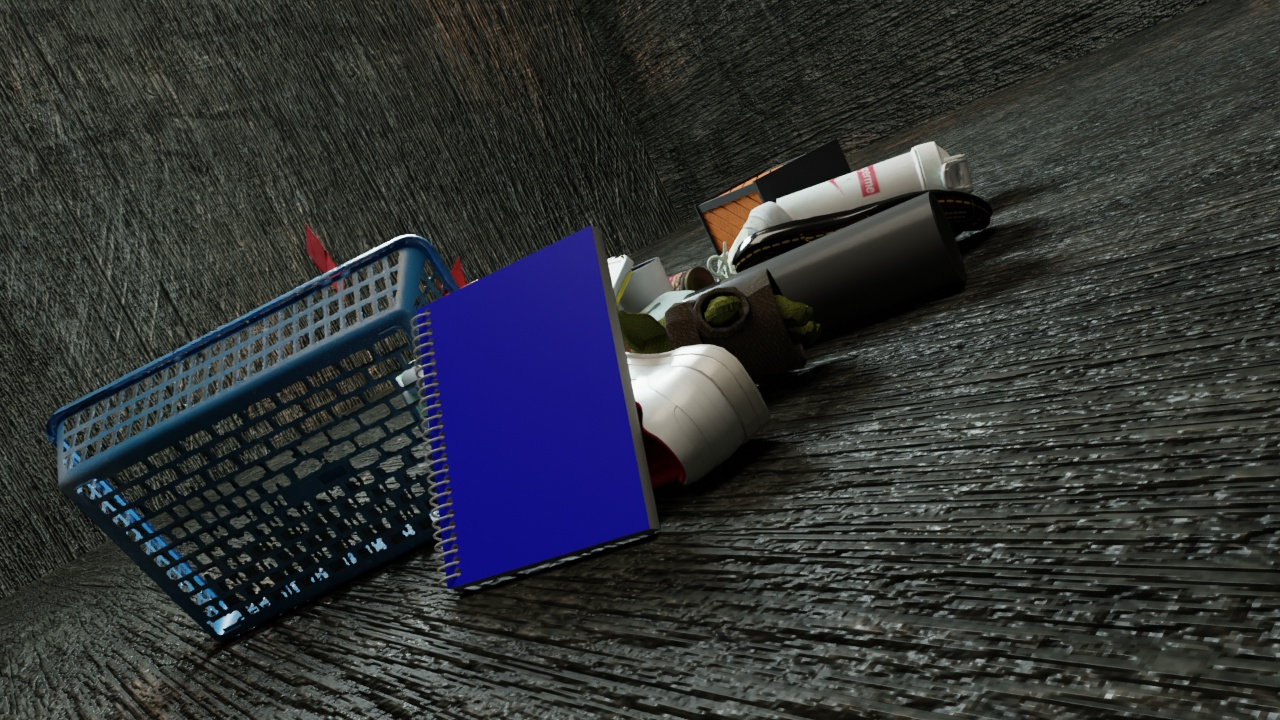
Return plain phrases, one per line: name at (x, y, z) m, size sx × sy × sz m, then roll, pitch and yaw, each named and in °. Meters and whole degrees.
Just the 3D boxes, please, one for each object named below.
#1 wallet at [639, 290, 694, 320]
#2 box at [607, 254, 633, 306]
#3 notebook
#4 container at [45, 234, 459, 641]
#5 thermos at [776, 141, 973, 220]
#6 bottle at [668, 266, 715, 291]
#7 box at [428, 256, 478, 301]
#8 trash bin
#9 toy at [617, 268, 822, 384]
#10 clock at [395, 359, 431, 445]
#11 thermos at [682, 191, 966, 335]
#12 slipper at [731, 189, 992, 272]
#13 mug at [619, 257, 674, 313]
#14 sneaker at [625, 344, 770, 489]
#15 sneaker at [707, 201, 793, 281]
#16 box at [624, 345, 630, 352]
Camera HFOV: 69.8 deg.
wallet at (0.019, -0.042, 1.211) m, size 0.131 × 0.054 × 0.101 m, roll -37°, pitch 13°, yaw -29°
box at (-0.081, -0.048, 1.269) m, size 0.130 × 0.036 × 0.209 m, roll -16°, pitch 47°, yaw 58°
notebook at (-0.082, 0.034, 0.627) m, size 0.172 × 0.209 × 0.022 m, roll -22°, pitch -23°, yaw 26°
container at (-0.281, 0.086, 0.782) m, size 0.362 × 0.257 × 0.089 m, roll -27°, pitch 30°, yaw 3°
thermos at (0.278, -0.189, 1.094) m, size 0.221 × 0.099 × 0.099 m, roll -16°, pitch 12°, yaw 16°
bottle at (0.061, -0.106, 1.411) m, size 0.056 × 0.056 × 0.105 m, roll -33°, pitch 11°, yaw -34°
box at (-0.205, -0.020, 1.227) m, size 0.215 × 0.164 × 0.153 m, roll 115°, pitch 173°, yaw -75°
trash bin at (0.196, -0.193, 1.261) m, size 0.139 × 0.140 × 0.172 m, roll -30°, pitch 10°, yaw -21°
toy at (0.066, -0.013, 0.741) m, size 0.153 × 0.078 × 0.179 m, roll -21°, pitch -28°, yaw 14°
clock at (-0.246, 0.054, 1.128) m, size 0.075 × 0.122 × 0.162 m, roll -30°, pitch -9°, yaw -13°
thermos at (0.160, -0.065, 0.831) m, size 0.241 × 0.082 × 0.082 m, roll -22°, pitch 10°, yaw 27°
slipper at (0.224, -0.110, 0.912) m, size 0.268 × 0.075 × 0.113 m, roll -12°, pitch -6°, yaw -5°
mug at (0.015, -0.093, 1.340) m, size 0.079 × 0.097 × 0.111 m, roll -24°, pitch 10°, yaw 17°
sneaker at (-0.016, 0.056, 0.678) m, size 0.104 × 0.090 × 0.237 m, roll -41°, pitch 17°, yaw -28°
sneaker at (0.135, -0.111, 1.102) m, size 0.090 × 0.089 × 0.242 m, roll -40°, pitch -6°, yaw -8°
box at (-0.004, 0.006, 0.936) m, size 0.042 × 0.083 × 0.187 m, roll -18°, pitch 3°, yaw -26°
